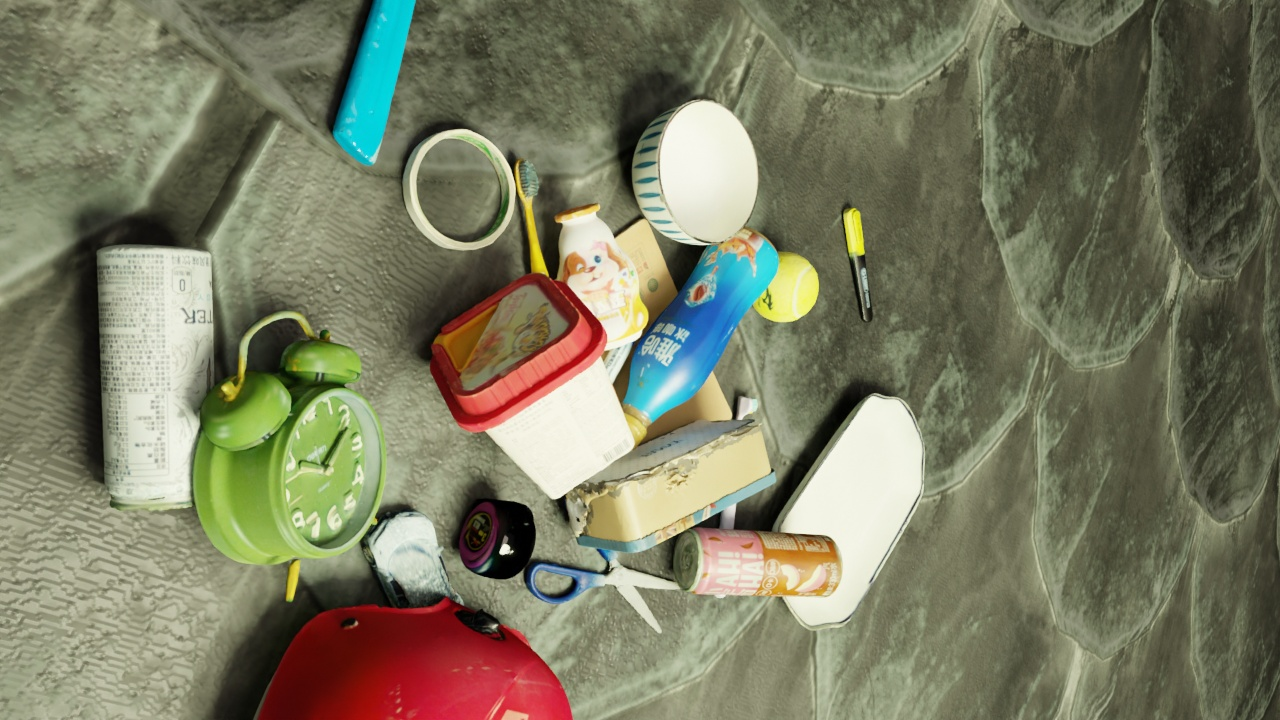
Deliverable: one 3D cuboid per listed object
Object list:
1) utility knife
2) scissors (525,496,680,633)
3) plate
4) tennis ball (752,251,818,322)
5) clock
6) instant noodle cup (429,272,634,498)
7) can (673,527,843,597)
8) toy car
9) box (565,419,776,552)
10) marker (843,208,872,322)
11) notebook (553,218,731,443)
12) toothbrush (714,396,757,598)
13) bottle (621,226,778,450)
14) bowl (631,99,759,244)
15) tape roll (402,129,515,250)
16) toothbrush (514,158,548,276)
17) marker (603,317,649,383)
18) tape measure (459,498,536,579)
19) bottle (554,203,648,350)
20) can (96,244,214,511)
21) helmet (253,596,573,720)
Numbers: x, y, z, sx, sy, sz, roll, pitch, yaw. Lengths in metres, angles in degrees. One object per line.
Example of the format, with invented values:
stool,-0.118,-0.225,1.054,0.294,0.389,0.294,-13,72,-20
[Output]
utility knife,-0.171,-0.226,0.622,0.034,0.018,0.187,22,78,-50
scissors,-0.026,0.171,0.771,0.163,0.012,0.161,-7,98,-41
plate,0.213,0.152,0.954,0.265,0.034,0.162,-50,122,-26
tennis ball,0.133,-0.069,0.854,0.065,0.066,0.065,-3,94,-40
clock,-0.206,0.050,0.548,0.115,0.056,0.161,-51,139,-63
instant noodle cup,-0.071,0.023,0.655,0.116,0.116,0.124,-33,128,-7
can,0.107,0.182,0.825,0.147,0.058,0.058,7,88,-21
toy car,-0.158,0.155,0.648,0.048,0.031,0.105,-30,110,-35
box,0.029,0.096,0.750,0.183,0.090,0.061,-16,97,-37
marker,0.231,-0.099,0.967,0.018,0.015,0.124,-24,109,-33
notebook,-0.005,0.005,0.781,0.147,0.008,0.208,-39,116,-31
toothbrush,0.087,0.128,0.859,0.021,0.029,0.189,8,89,0
bottle,0.041,-0.019,0.768,0.065,0.065,0.218,50,62,-30
bowl,0.037,-0.154,0.768,0.116,0.066,0.116,-2,94,-41
tape roll,-0.130,-0.123,0.665,0.085,0.014,0.086,-3,95,-40
toothbrush,-0.073,-0.059,0.704,0.016,0.018,0.191,-16,103,-35
marker,-0.033,0.022,0.742,0.017,0.017,0.145,41,68,-34
tape measure,-0.103,0.132,0.675,0.039,0.057,0.057,28,66,-38
bottle,-0.034,-0.064,0.706,0.063,0.063,0.108,-27,109,-36
can,-0.275,0.009,0.524,0.058,0.058,0.147,-3,94,-40
helmet,-0.126,0.274,0.598,0.239,0.144,0.207,14,93,-44
